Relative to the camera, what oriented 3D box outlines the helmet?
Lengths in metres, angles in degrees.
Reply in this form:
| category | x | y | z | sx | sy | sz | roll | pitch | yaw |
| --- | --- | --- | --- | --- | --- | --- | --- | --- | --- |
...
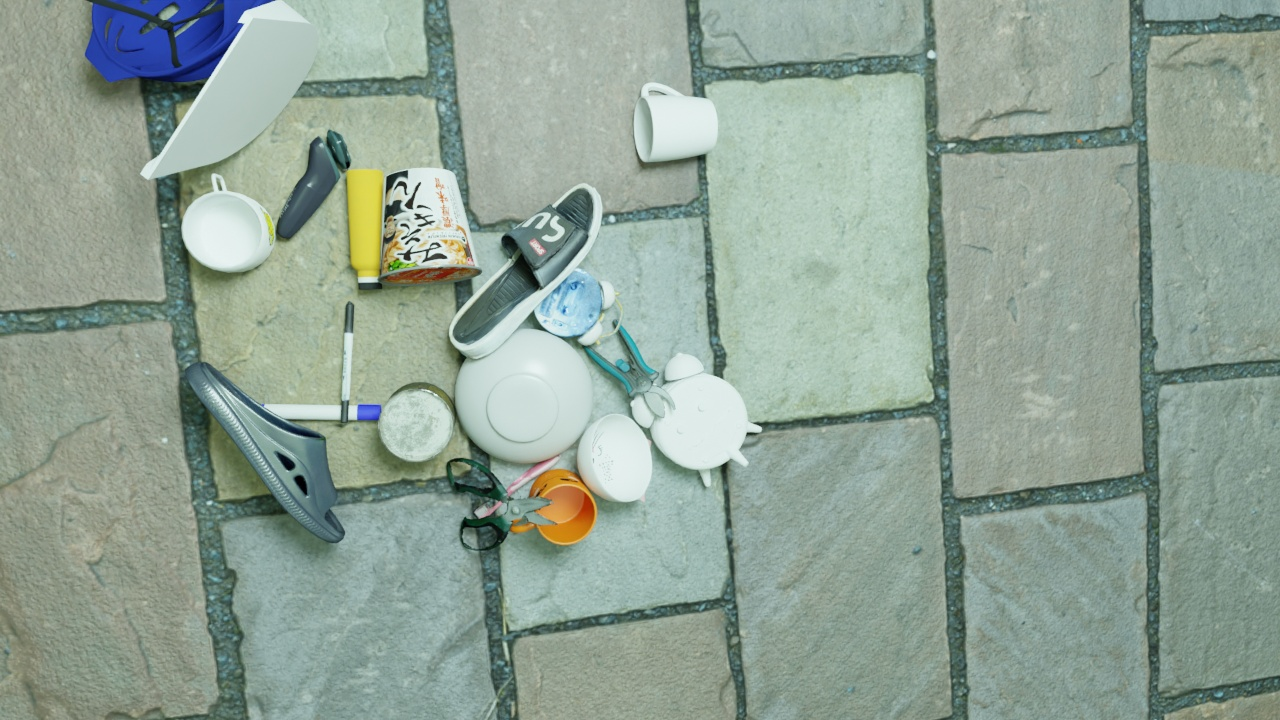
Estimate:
| category | x | y | z | sx | sy | sz | roll | pitch | yaw |
| --- | --- | --- | --- | --- | --- | --- | --- | --- | --- |
| helmet | -0.506 | -0.400 | 0.976 | 0.241 | 0.227 | 0.148 | -42 | 90 | 1 |

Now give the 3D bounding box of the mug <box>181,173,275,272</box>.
| category | x | y | z | sx | sy | sz | roll | pitch | yaw |
| --- | --- | --- | --- | --- | --- | --- | --- | --- | --- |
| mug | -0.486 | -0.161 | 1.081 | 0.094 | 0.068 | 0.115 | -11 | 97 | -10 |

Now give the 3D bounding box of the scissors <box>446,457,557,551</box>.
| category | x | y | z | sx | sy | sz | roll | pitch | yaw |
| --- | --- | --- | --- | --- | --- | --- | --- | --- | --- |
| scissors | -0.175 | 0.162 | 1.128 | 0.015 | 0.210 | 0.137 | -14 | 85 | -48 |

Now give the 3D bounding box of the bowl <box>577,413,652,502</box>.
| category | x | y | z | sx | sy | sz | roll | pitch | yaw |
| --- | --- | --- | --- | --- | --- | --- | --- | --- | --- |
| bowl | -0.041 | 0.129 | 1.184 | 0.114 | 0.051 | 0.114 | 21 | 61 | -45 |

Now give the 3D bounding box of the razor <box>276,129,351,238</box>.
| category | x | y | z | sx | sy | sz | roll | pitch | yaw |
| --- | --- | --- | --- | --- | --- | --- | --- | --- | --- |
| razor | -0.398 | -0.211 | 1.109 | 0.052 | 0.047 | 0.143 | 33 | 91 | -36 |

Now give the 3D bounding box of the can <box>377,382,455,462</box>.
| category | x | y | z | sx | sy | sz | roll | pitch | yaw |
| --- | --- | --- | --- | --- | --- | --- | --- | --- | --- |
| can | -0.276 | 0.075 | 1.139 | 0.090 | 0.074 | 0.090 | -1 | 95 | -9 |

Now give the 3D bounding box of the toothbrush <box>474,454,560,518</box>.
| category | x | y | z | sx | sy | sz | roll | pitch | yaw |
| --- | --- | --- | --- | --- | --- | --- | --- | --- | --- |
| toothbrush | -0.160 | 0.162 | 1.196 | 0.135 | 0.021 | 0.016 | -38 | 110 | -3 |

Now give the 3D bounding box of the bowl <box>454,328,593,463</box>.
| category | x | y | z | sx | sy | sz | roll | pitch | yaw |
| --- | --- | --- | --- | --- | --- | --- | --- | --- | --- |
| bowl | -0.146 | 0.052 | 1.149 | 0.176 | 0.066 | 0.177 | -1 | 104 | -4 |

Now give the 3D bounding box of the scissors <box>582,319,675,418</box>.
| category | x | y | z | sx | sy | sz | roll | pitch | yaw |
| --- | --- | --- | --- | --- | --- | --- | --- | --- | --- |
| scissors | -0.015 | 0.008 | 1.185 | 0.155 | 0.019 | 0.126 | 7 | 74 | 9 |

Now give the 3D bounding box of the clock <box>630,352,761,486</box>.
| category | x | y | z | sx | sy | sz | roll | pitch | yaw |
| --- | --- | --- | --- | --- | --- | --- | --- | --- | --- |
| clock | 0.076 | 0.078 | 1.206 | 0.161 | 0.073 | 0.125 | 45 | 86 | -11 |

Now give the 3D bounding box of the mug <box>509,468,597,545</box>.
| category | x | y | z | sx | sy | sz | roll | pitch | yaw |
| --- | --- | --- | --- | --- | --- | --- | --- | --- | --- |
| mug | -0.116 | 0.192 | 1.168 | 0.112 | 0.096 | 0.077 | -22 | 98 | -8 |

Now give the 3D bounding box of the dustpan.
| category | x | y | z | sx | sy | sz | roll | pitch | yaw |
| --- | --- | --- | --- | --- | --- | --- | --- | --- | --- |
| dustpan | -0.436 | -0.302 | 0.983 | 0.053 | 0.257 | 0.192 | 38 | 105 | -12 |

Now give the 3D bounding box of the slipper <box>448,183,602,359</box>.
| category | x | y | z | sx | sy | sz | roll | pitch | yaw |
| --- | --- | --- | --- | --- | --- | --- | --- | --- | --- |
| slipper | -0.146 | -0.119 | 1.128 | 0.264 | 0.111 | 0.063 | -49 | 135 | 1 |

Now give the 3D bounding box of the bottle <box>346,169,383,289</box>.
| category | x | y | z | sx | sy | sz | roll | pitch | yaw |
| --- | --- | --- | --- | --- | --- | --- | --- | --- | --- |
| bottle | -0.334 | -0.159 | 1.123 | 0.043 | 0.043 | 0.143 | -2 | 95 | -11 |

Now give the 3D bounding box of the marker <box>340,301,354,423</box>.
| category | x | y | z | sx | sy | sz | roll | pitch | yaw |
| --- | --- | --- | --- | --- | --- | --- | --- | --- | --- |
| marker | -0.363 | 0.002 | 1.137 | 0.011 | 0.011 | 0.152 | 3 | 86 | -11 |

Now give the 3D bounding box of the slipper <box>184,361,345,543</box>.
| category | x | y | z | sx | sy | sz | roll | pitch | yaw |
| --- | --- | --- | --- | --- | --- | --- | --- | --- | --- |
| slipper | -0.425 | 0.097 | 1.092 | 0.083 | 0.111 | 0.268 | -38 | 106 | -14 |

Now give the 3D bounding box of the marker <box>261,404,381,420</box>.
| category | x | y | z | sx | sy | sz | roll | pitch | yaw |
| --- | --- | --- | --- | --- | --- | --- | --- | --- | --- |
| marker | -0.397 | 0.064 | 1.143 | 0.141 | 0.020 | 0.020 | 2 | 94 | -11 |

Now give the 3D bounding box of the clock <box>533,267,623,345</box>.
| category | x | y | z | sx | sy | sz | roll | pitch | yaw |
| --- | --- | --- | --- | --- | --- | --- | --- | --- | --- |
| clock | -0.081 | -0.070 | 1.175 | 0.125 | 0.052 | 0.089 | 23 | 90 | -12 |

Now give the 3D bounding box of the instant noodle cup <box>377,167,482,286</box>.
| category | x | y | z | sx | sy | sz | roll | pitch | yaw |
| --- | --- | --- | --- | --- | --- | --- | --- | --- | --- |
| instant noodle cup | -0.260 | -0.161 | 1.106 | 0.123 | 0.124 | 0.121 | -6 | 87 | -10 |

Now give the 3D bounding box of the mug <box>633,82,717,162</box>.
| category | x | y | z | sx | sy | sz | roll | pitch | yaw |
| --- | --- | --- | --- | --- | --- | --- | --- | --- | --- |
| mug | 0.041 | -0.310 | 1.172 | 0.087 | 0.081 | 0.114 | -8 | 65 | -16 |
